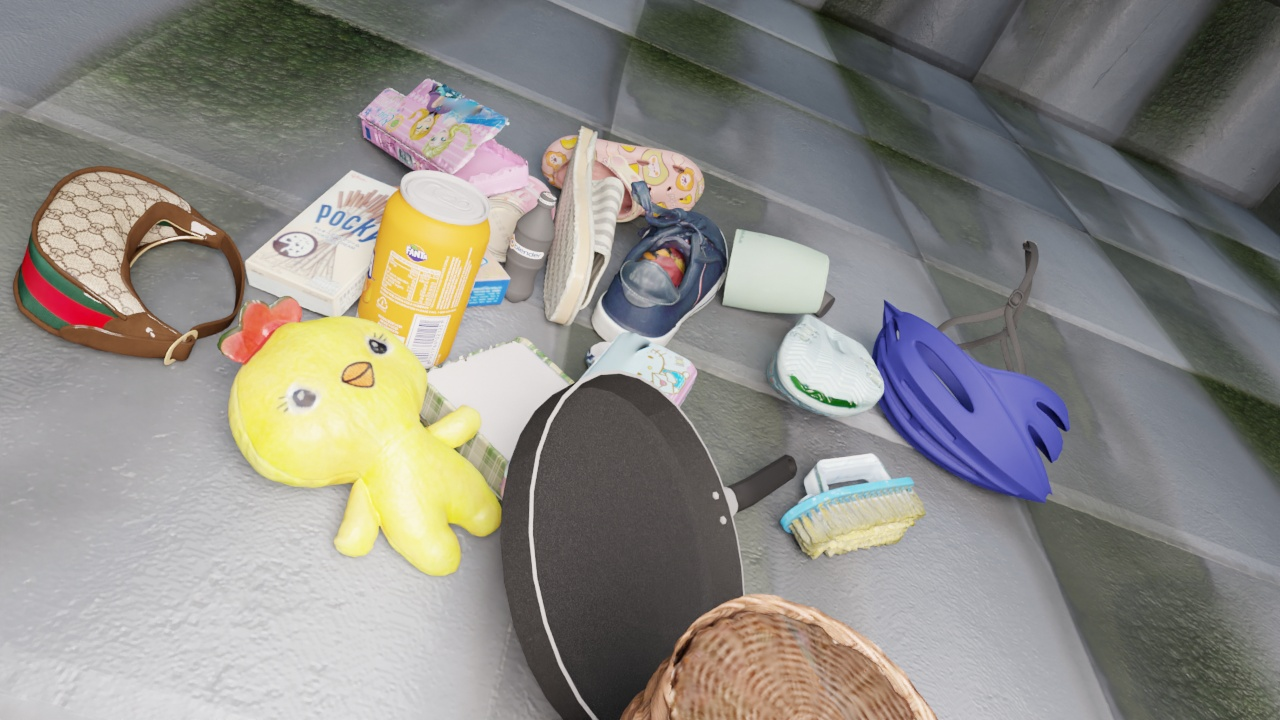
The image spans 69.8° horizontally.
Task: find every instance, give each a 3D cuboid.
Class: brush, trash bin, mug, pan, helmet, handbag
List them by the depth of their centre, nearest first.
[{"bbox_3d":[0.029,0.218,0.381,0.151,0.211,0.151,18,34,-13],"label":"trash bin"},{"bbox_3d":[0.029,0.110,0.608,0.355,0.034,0.225,-14,87,-60],"label":"pan"},{"bbox_3d":[-0.356,-0.065,0.655,0.138,0.063,0.166,21,32,-26],"label":"handbag"},{"bbox_3d":[0.165,0.118,0.759,0.135,0.056,0.075,-2,47,-37],"label":"brush"},{"bbox_3d":[0.348,0.003,0.900,0.241,0.228,0.147,45,6,22],"label":"helmet"},{"bbox_3d":[0.148,-0.089,1.008,0.104,0.084,0.111,11,-10,5],"label":"mug"}]

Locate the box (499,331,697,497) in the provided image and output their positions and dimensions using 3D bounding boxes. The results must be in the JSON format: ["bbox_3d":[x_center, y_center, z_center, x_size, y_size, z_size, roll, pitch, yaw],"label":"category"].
[{"bbox_3d":[-0.022,0.045,0.659,0.076,0.036,0.213,30,35,5],"label":"box"}]

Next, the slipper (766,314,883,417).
[{"bbox_3d":[0.178,0.013,0.907,0.104,0.074,0.245,30,17,4],"label":"slipper"}]

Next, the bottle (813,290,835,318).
[{"bbox_3d":[0.178,-0.096,1.093,0.113,0.030,0.030,40,35,21],"label":"bottle"}]

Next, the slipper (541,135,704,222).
[{"bbox_3d":[-0.019,-0.195,1.058,0.197,0.093,0.081,9,56,-22],"label":"slipper"}]

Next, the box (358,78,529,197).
[{"bbox_3d":[-0.203,-0.233,0.918,0.084,0.077,0.230,-19,37,-31],"label":"box"}]

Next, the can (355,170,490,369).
[{"bbox_3d":[-0.168,-0.067,0.705,0.079,0.143,0.079,18,34,-13],"label":"can"}]

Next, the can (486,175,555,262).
[{"bbox_3d":[-0.126,-0.142,0.912,0.067,0.067,0.076,26,33,-2],"label":"can"}]

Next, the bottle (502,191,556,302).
[{"bbox_3d":[-0.101,-0.103,0.834,0.036,0.110,0.036,18,34,-13],"label":"bottle"}]

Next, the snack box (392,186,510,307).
[{"bbox_3d":[-0.194,-0.106,0.843,0.087,0.034,0.151,-8,46,-40],"label":"snack box"}]

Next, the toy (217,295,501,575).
[{"bbox_3d":[-0.180,0.049,0.592,0.207,0.092,0.133,40,44,4],"label":"toy"}]

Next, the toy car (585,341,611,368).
[{"bbox_3d":[-0.005,0.005,0.827,0.089,0.027,0.038,18,35,-13],"label":"toy car"}]

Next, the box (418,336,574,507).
[{"bbox_3d":[-0.067,0.071,0.673,0.205,0.050,0.117,39,37,20],"label":"box"}]

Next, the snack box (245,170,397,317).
[{"bbox_3d":[-0.247,-0.100,0.766,0.082,0.026,0.149,21,46,7],"label":"snack box"}]

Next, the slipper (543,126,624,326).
[{"bbox_3d":[-0.056,-0.137,0.903,0.054,0.115,0.272,17,39,-17],"label":"slipper"}]

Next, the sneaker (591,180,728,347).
[{"bbox_3d":[0.039,-0.122,0.949,0.121,0.127,0.293,30,31,3],"label":"sneaker"}]
